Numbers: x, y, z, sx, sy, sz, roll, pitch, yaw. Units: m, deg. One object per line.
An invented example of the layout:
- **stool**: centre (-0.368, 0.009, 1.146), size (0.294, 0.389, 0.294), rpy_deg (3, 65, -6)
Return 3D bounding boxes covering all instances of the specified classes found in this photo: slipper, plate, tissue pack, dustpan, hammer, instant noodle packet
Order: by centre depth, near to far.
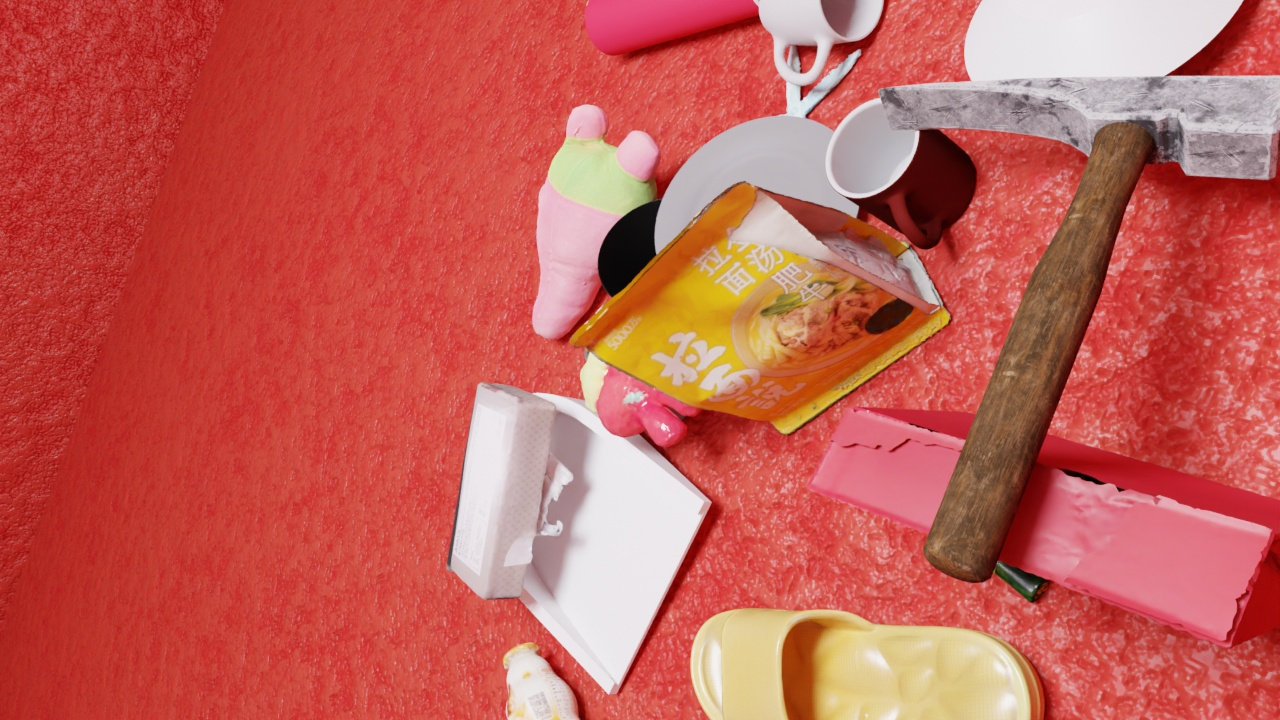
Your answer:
- **hammer**: centre (0.179, -0.035, 0.481), size (0.218, 0.037, 0.299), rpy_deg (13, 64, 38)
- **plate**: centre (0.287, -0.242, 0.586), size (0.174, 0.036, 0.173), rpy_deg (-24, 49, 30)
- **slipper**: centre (0.122, 0.215, 0.603), size (0.264, 0.078, 0.099), rpy_deg (-13, 70, 43)
- **instant noodle packet**: centre (0.080, -0.034, 0.625), size (0.163, 0.221, 0.084), rpy_deg (-39, 55, 32)
- **plate**: centre (0.094, -0.121, 0.751), size (0.179, 0.012, 0.178), rpy_deg (-13, 63, 26)
- **tissue pack**: centre (-0.117, 0.118, 0.828), size (0.104, 0.071, 0.181), rpy_deg (14, 92, 55)
- **dustpan**: centre (-0.069, 0.137, 0.832), size (0.258, 0.053, 0.192), rpy_deg (40, 111, 47)

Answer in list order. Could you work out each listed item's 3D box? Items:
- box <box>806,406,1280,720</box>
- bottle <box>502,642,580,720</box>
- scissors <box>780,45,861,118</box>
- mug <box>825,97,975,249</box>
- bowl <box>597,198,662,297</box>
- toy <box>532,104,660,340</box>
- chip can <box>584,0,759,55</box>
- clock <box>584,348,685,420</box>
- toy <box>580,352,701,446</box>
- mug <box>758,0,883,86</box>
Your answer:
- **box**: centre (0.160, 0.167, 0.454), size (0.213, 0.148, 0.373), rpy_deg (17, 64, 46)
- **bottle**: centre (-0.088, 0.302, 0.801), size (0.063, 0.063, 0.108), rpy_deg (-50, 46, 22)
- **scissors**: centre (0.120, -0.195, 0.792), size (0.176, 0.013, 0.170), rpy_deg (-18, 65, 41)
- **mug**: centre (0.187, -0.121, 0.644), size (0.073, 0.082, 0.105), rpy_deg (-32, 56, 35)
- **bowl**: centre (0.029, -0.078, 0.802), size (0.124, 0.052, 0.123), rpy_deg (-6, 60, 10)
- **toy**: centre (-0.051, -0.123, 0.895), size (0.192, 0.096, 0.237), rpy_deg (42, 121, 37)
- **chip can**: centre (0.041, -0.348, 0.885), size (0.221, 0.069, 0.069), rpy_deg (5, 80, 47)
- **clock**: centre (-0.005, 0.005, 0.821), size (0.148, 0.056, 0.104), rpy_deg (27, 105, 43)
- **toy**: centre (-0.002, 0.021, 0.747), size (0.135, 0.045, 0.092), rpy_deg (29, 104, 45)
- **mug**: centre (0.138, -0.280, 0.761), size (0.089, 0.071, 0.107), rpy_deg (19, 95, 56)
